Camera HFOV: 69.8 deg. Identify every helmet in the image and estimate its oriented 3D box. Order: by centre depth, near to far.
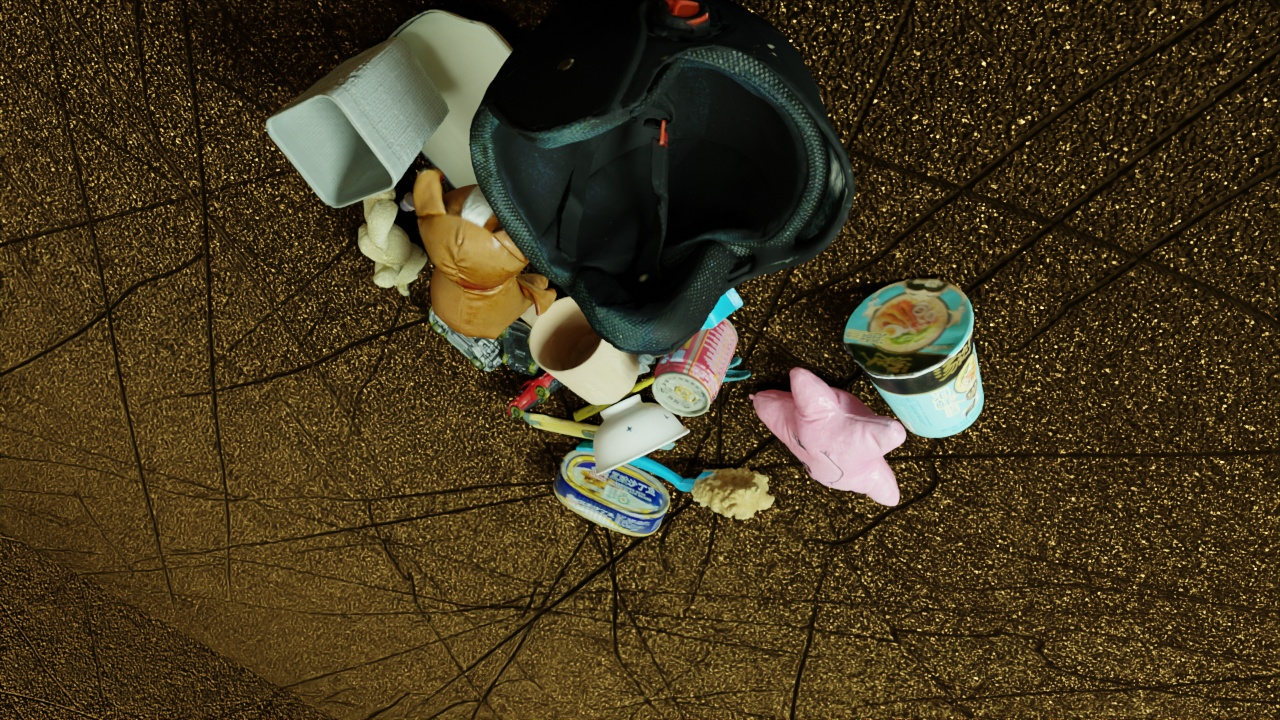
[{"bbox_3d":[0.015,-0.156,0.668,0.275,0.229,0.234,-1,143,15],"label":"helmet"}]

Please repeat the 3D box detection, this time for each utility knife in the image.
[{"bbox_3d":[-0.053,0.087,1.137,0.207,0.021,0.031,5,142,16],"label":"utility knife"}]

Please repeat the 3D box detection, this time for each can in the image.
[{"bbox_3d":[0.054,0.003,0.922,0.066,0.093,0.067,15,139,13],"label":"can"},{"bbox_3d":[-0.037,0.167,1.165,0.148,0.074,0.049,24,138,2],"label":"can"}]

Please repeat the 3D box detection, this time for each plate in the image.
[{"bbox_3d":[-0.119,-0.200,0.838,0.162,0.034,0.265,-21,122,41],"label":"plate"}]

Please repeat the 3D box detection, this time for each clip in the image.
[{"bbox_3d":[0.088,0.012,0.977,0.056,0.014,0.040,-14,126,36],"label":"clip"},{"bbox_3d":[-0.008,0.008,1.018,0.057,0.033,0.025,-19,121,44],"label":"clip"}]

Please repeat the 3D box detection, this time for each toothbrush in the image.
[{"bbox_3d":[-0.180,-0.108,0.981,0.021,0.029,0.189,-43,112,9],"label":"toothbrush"},{"bbox_3d":[-0.020,0.034,1.056,0.016,0.015,0.191,45,137,-16],"label":"toothbrush"}]

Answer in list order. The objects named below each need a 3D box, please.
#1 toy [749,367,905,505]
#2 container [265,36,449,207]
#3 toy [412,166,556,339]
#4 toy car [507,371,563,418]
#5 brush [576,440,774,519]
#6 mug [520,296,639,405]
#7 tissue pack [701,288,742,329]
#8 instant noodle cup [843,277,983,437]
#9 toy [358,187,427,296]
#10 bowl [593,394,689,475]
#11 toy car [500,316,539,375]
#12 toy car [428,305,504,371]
[{"bbox_3d":[0.190,0.079,0.950,0.178,0.074,0.195,30,157,27],"label":"toy"},{"bbox_3d":[-0.232,-0.204,0.773,0.090,0.114,0.090,-9,129,34],"label":"container"},{"bbox_3d":[-0.141,-0.102,0.841,0.140,0.130,0.200,20,162,4],"label":"toy"},{"bbox_3d":[-0.122,0.036,1.085,0.031,0.049,0.107,54,136,3],"label":"toy car"},{"bbox_3d":[0.037,0.134,1.105,0.255,0.083,0.046,16,117,23],"label":"brush"},{"bbox_3d":[-0.070,-0.016,0.964,0.125,0.084,0.103,31,172,31],"label":"mug"},{"bbox_3d":[0.019,-0.073,0.882,0.140,0.063,0.090,-10,127,34],"label":"tissue pack"},{"bbox_3d":[0.255,0.005,0.821,0.111,0.111,0.120,-6,140,33],"label":"instant noodle cup"},{"bbox_3d":[-0.261,-0.128,0.955,0.066,0.105,0.157,-17,159,-13],"label":"toy"},{"bbox_3d":[-0.010,0.077,1.046,0.119,0.118,0.064,-27,86,44],"label":"bowl"},{"bbox_3d":[-0.133,-0.020,1.038,0.042,0.035,0.091,17,145,9],"label":"toy car"},{"bbox_3d":[-0.198,-0.033,1.055,0.105,0.048,0.032,44,170,-23],"label":"toy car"}]
